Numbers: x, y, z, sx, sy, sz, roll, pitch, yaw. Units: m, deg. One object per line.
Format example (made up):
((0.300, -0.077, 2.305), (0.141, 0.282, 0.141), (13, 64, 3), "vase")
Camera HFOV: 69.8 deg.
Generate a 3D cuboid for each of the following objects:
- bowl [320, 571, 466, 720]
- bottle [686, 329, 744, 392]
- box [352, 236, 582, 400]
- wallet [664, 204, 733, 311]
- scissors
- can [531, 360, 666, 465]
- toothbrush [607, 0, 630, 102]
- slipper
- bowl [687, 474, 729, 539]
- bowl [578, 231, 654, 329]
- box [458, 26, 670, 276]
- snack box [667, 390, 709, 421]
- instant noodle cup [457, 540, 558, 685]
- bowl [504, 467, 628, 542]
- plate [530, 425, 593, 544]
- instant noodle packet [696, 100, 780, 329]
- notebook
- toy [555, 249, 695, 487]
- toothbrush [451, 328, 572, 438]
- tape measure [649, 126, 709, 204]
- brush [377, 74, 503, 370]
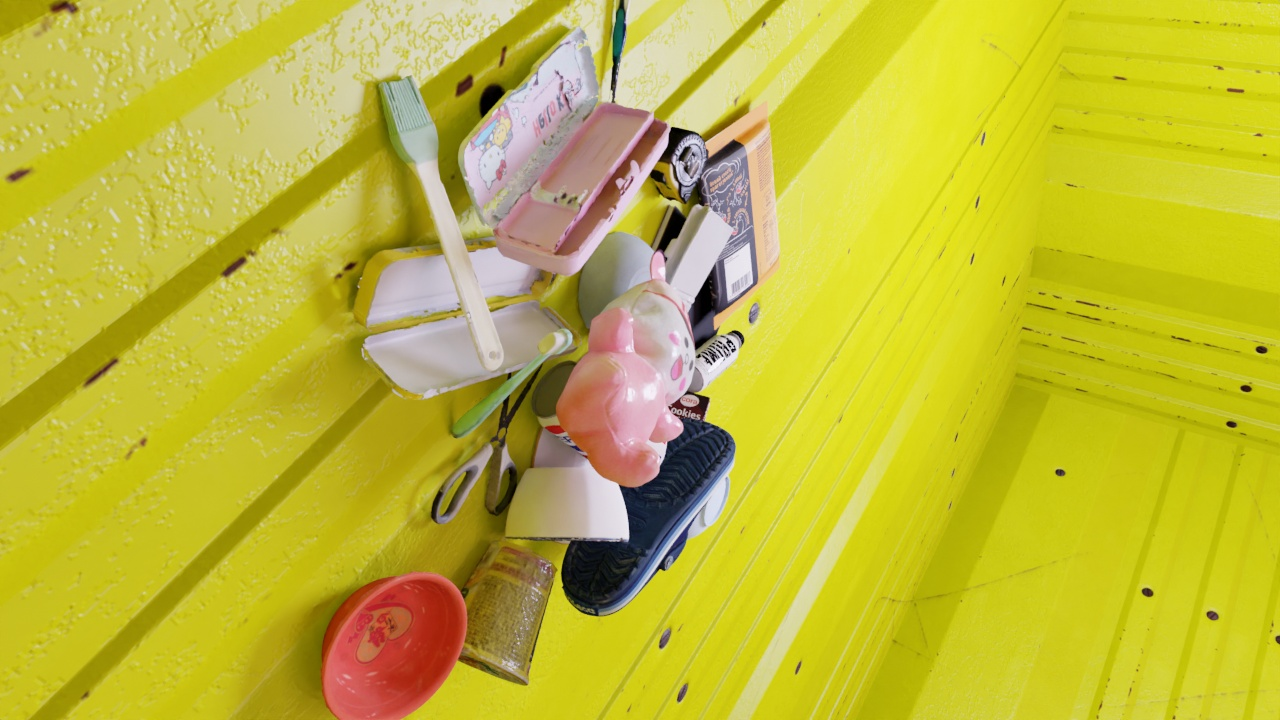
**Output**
((-0.205, 0.223, 0.736), (0.130, 0.045, 0.131), (-19, 118, -42), "bowl")
((0.088, -0.004, 1.096), (0.115, 0.041, 0.041), (-37, 136, -45), "bottle")
((-0.118, -0.040, 0.711), (0.209, 0.080, 0.084), (-20, 142, -55), "box")
((0.052, -0.106, 0.986), (0.116, 0.032, 0.086), (-62, 153, 0), "wallet")
((-0.131, 0.082, 0.811), (0.157, 0.012, 0.169), (-49, 150, -34), "scissors")
((-0.038, 0.061, 0.879), (0.132, 0.070, 0.070), (41, 69, -37), "can")
((-0.016, -0.293, 0.811), (0.017, 0.016, 0.189), (-32, 133, -62), "toothbrush")
((0.005, 0.164, 0.968), (0.252, 0.105, 0.095), (-48, 148, -31), "slipper")
((0.061, 0.158, 1.118), (0.150, 0.075, 0.151), (-40, 140, -45), "bowl")
((-0.012, -0.071, 0.904), (0.106, 0.039, 0.106), (-25, 123, -46), "bowl")
((-0.053, -0.172, 0.724), (0.103, 0.101, 0.200), (88, 25, -47), "box")
((0.036, 0.105, 1.049), (0.032, 0.051, 0.140), (74, 32, -74), "snack box")
((-0.128, 0.228, 0.840), (0.108, 0.102, 0.102), (-67, 151, -26), "instant noodle cup")
((-0.068, 0.136, 0.858), (0.116, 0.116, 0.065), (23, 66, -60), "bowl")
((-0.037, 0.090, 0.978), (0.229, 0.021, 0.230), (-35, 134, -47), "plate")
((0.117, -0.169, 1.070), (0.159, 0.032, 0.221), (-42, 134, -39), "instant noodle packet")
((0.050, -0.069, 1.049), (0.209, 0.008, 0.141), (36, 75, -59), "notebook")
((-0.005, 0.005, 0.809), (0.212, 0.084, 0.142), (-63, 141, -50), "toy")
((-0.107, 0.022, 0.717), (0.016, 0.016, 0.181), (-17, 164, -45), "toothbrush")
((0.040, -0.202, 0.925), (0.067, 0.038, 0.062), (-59, 145, -8), "tape measure")
((-0.138, -0.092, 0.657), (0.033, 0.012, 0.218), (-35, 116, -43), "brush")
